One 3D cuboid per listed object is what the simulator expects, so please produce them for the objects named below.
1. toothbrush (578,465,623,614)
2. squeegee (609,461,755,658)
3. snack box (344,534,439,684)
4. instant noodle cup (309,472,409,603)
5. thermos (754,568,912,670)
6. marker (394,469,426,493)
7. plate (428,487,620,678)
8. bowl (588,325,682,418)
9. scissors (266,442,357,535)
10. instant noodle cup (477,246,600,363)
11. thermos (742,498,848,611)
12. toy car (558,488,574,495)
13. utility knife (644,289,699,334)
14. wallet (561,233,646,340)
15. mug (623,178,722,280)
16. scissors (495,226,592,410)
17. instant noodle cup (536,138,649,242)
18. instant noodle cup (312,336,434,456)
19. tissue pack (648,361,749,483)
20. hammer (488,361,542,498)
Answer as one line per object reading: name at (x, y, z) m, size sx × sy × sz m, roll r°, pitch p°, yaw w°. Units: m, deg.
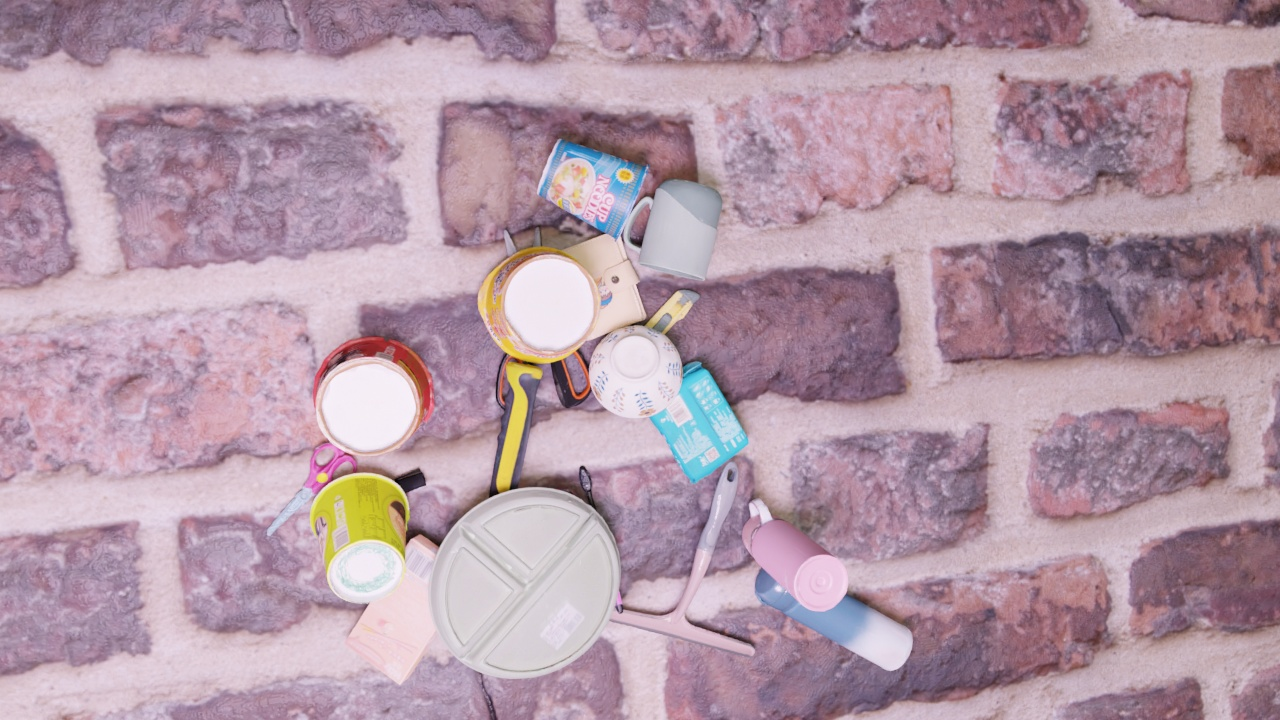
toothbrush at (-0.048, 0.222, 1.132) m, size 0.014 × 0.018 × 0.189 m, roll -15°, pitch 89°, yaw -3°
squeegee at (0.075, 0.244, 1.149) m, size 0.247 × 0.040 × 0.250 m, roll 18°, pitch 98°, yaw -12°
snack box at (-0.270, 0.291, 1.074) m, size 0.084 × 0.026 × 0.157 m, roll 34°, pitch 98°, yaw 5°
instant noodle cup at (-0.307, 0.203, 1.018) m, size 0.111 × 0.123 × 0.112 m, roll -8°, pitch 115°, yaw -17°
thermos at (0.251, 0.331, 1.201) m, size 0.220 × 0.070 × 0.070 m, roll 30°, pitch 88°, yaw -13°
marker at (-0.318, 0.160, 1.079) m, size 0.132 × 0.020 × 0.022 m, roll -19°, pitch 84°, yaw -11°
plate at (-0.128, 0.261, 1.061) m, size 0.230 × 0.027 × 0.230 m, roll -2°, pitch 97°, yaw -19°
bowl at (-0.006, 0.006, 1.084) m, size 0.113 × 0.062 × 0.113 m, roll -1°, pitch 70°, yaw 2°
scissors at (-0.387, 0.154, 1.066) m, size 0.056 × 0.017 × 0.133 m, roll 43°, pitch 89°, yaw -21°
instant noodle cup at (-0.107, -0.062, 1.036) m, size 0.138 × 0.110 × 0.138 m, roll -1°, pitch 94°, yaw -12°
thermos at (0.176, 0.226, 1.103) m, size 0.067 × 0.198 × 0.087 m, roll -18°, pitch 101°, yaw -9°
toy car at (-0.086, 0.215, 1.123) m, size 0.053 × 0.045 × 0.120 m, roll -23°, pitch 92°, yaw -11°
utility knife at (0.011, -0.027, 1.140) m, size 0.031 × 0.018 × 0.166 m, roll 42°, pitch 90°, yaw -7°
wallet at (-0.044, -0.092, 1.114) m, size 0.087 × 0.024 × 0.115 m, roll -21°, pitch 98°, yaw -11°
mug at (0.037, -0.160, 1.102) m, size 0.112 × 0.082 × 0.106 m, roll 14°, pitch 93°, yaw 18°
scissors at (-0.116, -0.042, 1.106) m, size 0.189 × 0.022 × 0.229 m, roll 22°, pitch 87°, yaw -17°
instant noodle cup at (-0.059, -0.204, 1.069) m, size 0.110 × 0.099 × 0.099 m, roll 22°, pitch 90°, yaw -6°
instant noodle cup at (-0.302, 0.044, 1.026) m, size 0.138 × 0.108 × 0.138 m, roll -1°, pitch 95°, yaw -12°
tissue pack at (0.070, 0.079, 1.142) m, size 0.093 × 0.050 × 0.133 m, roll -34°, pitch 102°, yaw -9°
hammer at (-0.162, 0.163, 1.084) m, size 0.126 × 0.032 × 0.323 m, roll 12°, pitch 96°, yaw 0°
